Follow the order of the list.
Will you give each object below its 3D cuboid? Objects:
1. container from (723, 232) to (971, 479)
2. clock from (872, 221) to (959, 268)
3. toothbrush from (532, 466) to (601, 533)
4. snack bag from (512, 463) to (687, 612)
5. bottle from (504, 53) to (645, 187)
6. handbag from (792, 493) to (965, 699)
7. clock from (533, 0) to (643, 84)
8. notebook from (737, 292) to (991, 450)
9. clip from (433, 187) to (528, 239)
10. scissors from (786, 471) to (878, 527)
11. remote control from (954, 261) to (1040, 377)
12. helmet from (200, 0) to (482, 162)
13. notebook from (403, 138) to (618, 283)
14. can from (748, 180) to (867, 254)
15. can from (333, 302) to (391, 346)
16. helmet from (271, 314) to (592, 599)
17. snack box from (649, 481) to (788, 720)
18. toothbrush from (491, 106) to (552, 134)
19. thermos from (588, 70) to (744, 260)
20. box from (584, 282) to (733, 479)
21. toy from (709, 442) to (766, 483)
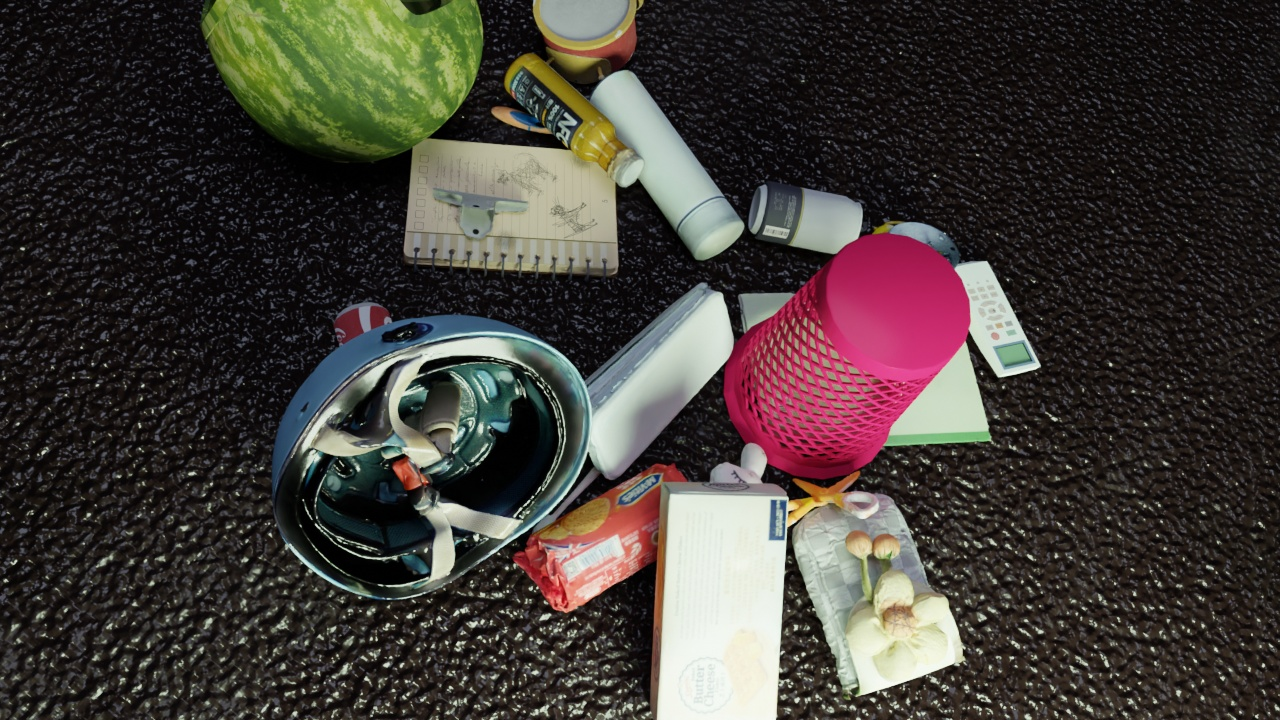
[{"bbox_3d":[0.195,-0.008,0.853,0.183,0.226,0.183,3,68,-8],"label":"container"},{"bbox_3d":[0.304,-0.118,1.025,0.083,0.057,0.118,3,51,-6],"label":"clock"},{"bbox_3d":[-0.041,0.104,0.887,0.015,0.018,0.180,40,64,8],"label":"toothbrush"},{"bbox_3d":[-0.023,0.161,0.833,0.176,0.082,0.082,-26,73,-20],"label":"snack bag"},{"bbox_3d":[-0.072,-0.262,1.009,0.053,0.053,0.186,-38,73,-23],"label":"bottle"},{"bbox_3d":[0.209,0.202,0.829,0.112,0.123,0.171,-17,65,-5],"label":"handbag"},{"bbox_3d":[-0.056,-0.405,1.080,0.117,0.081,0.158,15,73,9],"label":"clock"},{"bbox_3d":[0.240,0.007,0.987,0.252,0.010,0.181,-2,66,-11],"label":"notebook"},{"bbox_3d":[-0.168,-0.158,0.951,0.101,0.038,0.054,6,50,-6],"label":"clip"},{"bbox_3d":[0.176,0.128,0.853,0.125,0.129,0.011,-25,107,-40],"label":"scissors"},{"bbox_3d":[0.391,-0.047,1.030,0.049,0.024,0.143,-11,66,-15],"label":"remote control"},{"bbox_3d":[-0.291,-0.317,0.915,0.247,0.244,0.213,27,19,-36],"label":"helmet"},{"bbox_3d":[-0.136,-0.163,0.989,0.225,0.024,0.167,3,64,-9],"label":"notebook"},{"bbox_3d":[0.189,-0.157,1.022,0.127,0.064,0.064,10,64,-6],"label":"can"},{"bbox_3d":[-0.255,-0.003,0.876,0.054,0.054,0.096,-17,70,-17],"label":"can"},{"bbox_3d":[-0.179,0.059,0.778,0.265,0.226,0.167,-26,36,-10],"label":"helmet"},{"bbox_3d":[0.065,0.210,0.788,0.104,0.057,0.208,2,93,-8],"label":"snack box"},{"bbox_3d":[-0.105,-0.268,1.049,0.135,0.017,0.021,14,60,-1],"label":"toothbrush"},{"bbox_3d":[0.026,-0.218,1.020,0.067,0.068,0.230,-26,73,-20],"label":"thermos"},{"bbox_3d":[-0.010,0.000,0.902,0.110,0.108,0.215,25,56,33],"label":"box"},{"bbox_3d":[0.095,0.129,0.858,0.125,0.037,0.076,-28,88,-51],"label":"toy"}]
